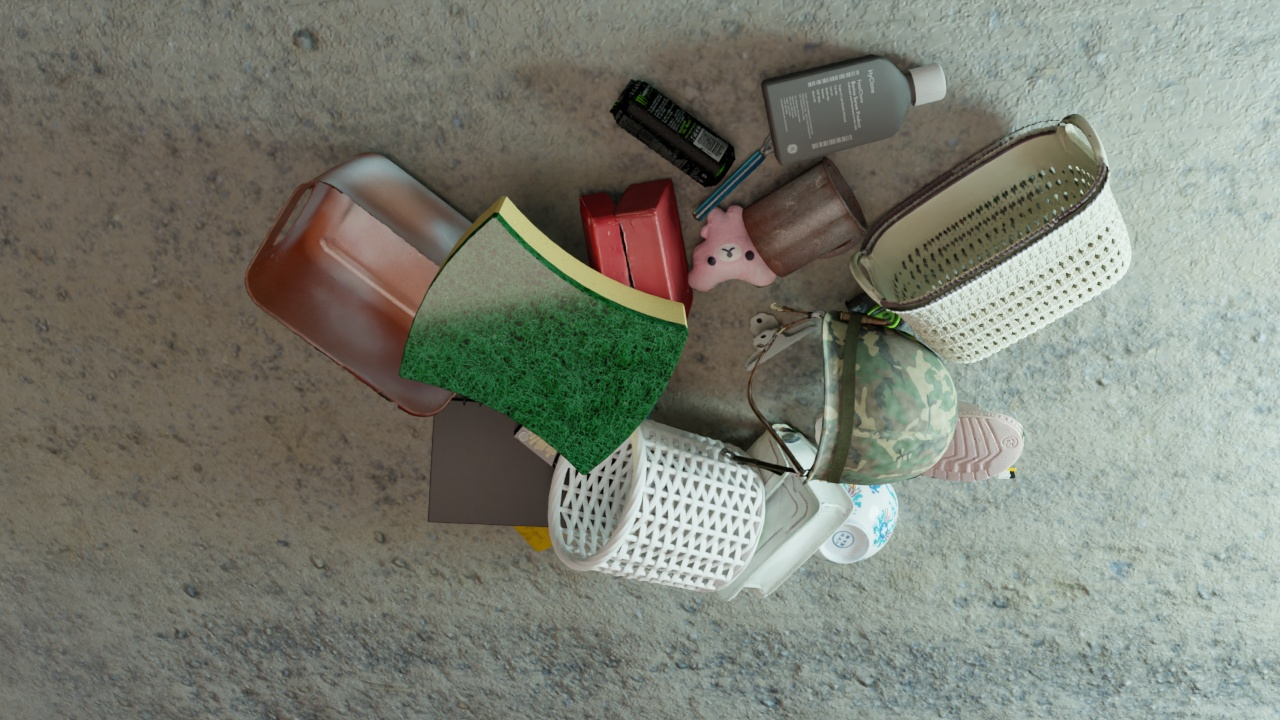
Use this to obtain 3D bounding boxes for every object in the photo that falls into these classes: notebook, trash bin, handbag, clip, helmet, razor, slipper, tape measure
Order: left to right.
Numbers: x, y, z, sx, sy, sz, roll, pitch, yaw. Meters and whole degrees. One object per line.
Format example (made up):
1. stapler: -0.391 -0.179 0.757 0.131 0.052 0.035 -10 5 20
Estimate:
1. trash bin: -0.279 -0.093 1.045 0.259 0.157 0.182 37 117 -12
2. notebook: -0.147 0.128 1.165 0.231 0.019 0.169 4 99 -8
3. razor: 0.111 -0.203 0.992 0.144 0.022 0.042 -42 104 18
4. handbag: 0.148 0.190 1.140 0.096 0.142 0.199 6 130 -43
5. clip: 0.153 -0.025 1.081 0.102 0.040 0.054 -35 120 23
6. helmet: 0.214 0.042 0.989 0.236 0.224 0.193 5 105 4
7. tape measure: 0.276 -0.058 1.040 0.066 0.035 0.058 -28 101 26
8. slipper: 0.330 0.084 1.093 0.240 0.064 0.094 3 122 28

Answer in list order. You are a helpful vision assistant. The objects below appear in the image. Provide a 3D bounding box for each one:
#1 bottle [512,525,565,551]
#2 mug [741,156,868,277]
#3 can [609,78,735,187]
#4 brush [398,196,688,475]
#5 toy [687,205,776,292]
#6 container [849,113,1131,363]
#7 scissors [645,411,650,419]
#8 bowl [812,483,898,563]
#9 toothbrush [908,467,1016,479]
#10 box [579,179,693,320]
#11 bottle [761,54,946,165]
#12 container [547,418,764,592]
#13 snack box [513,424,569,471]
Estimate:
1. bottle: -0.167 0.173 1.219 0.071 0.070 0.164 -30 109 23
2. mug: 0.183 -0.143 0.987 0.110 0.096 0.123 -25 137 27
3. can: 0.035 -0.239 0.971 0.137 0.053 0.054 34 118 -9
4. brush: -0.097 -0.022 0.933 0.250 0.075 0.195 30 111 -14
5. toy: 0.099 -0.126 1.024 0.099 0.052 0.096 -4 106 12
6. container: 0.355 -0.114 0.920 0.252 0.184 0.143 -34 120 22
7. scissors: 0.001 0.011 1.112 0.130 0.019 0.150 -35 104 1
8. bowl: 0.256 0.209 1.164 0.144 0.074 0.144 4 119 7
9. toothbrush: 0.363 0.134 1.134 0.197 0.030 0.031 1 149 4
10. box: 0.002 -0.105 1.006 0.117 0.135 0.157 -9 116 -1
11. bottle: 0.216 -0.260 0.925 0.174 0.046 0.084 -13 111 7
12. container: 0.017 0.168 1.085 0.186 0.189 0.190 19 123 -31
13. snack box: -0.078 0.060 1.136 0.080 0.025 0.147 40 94 -13
